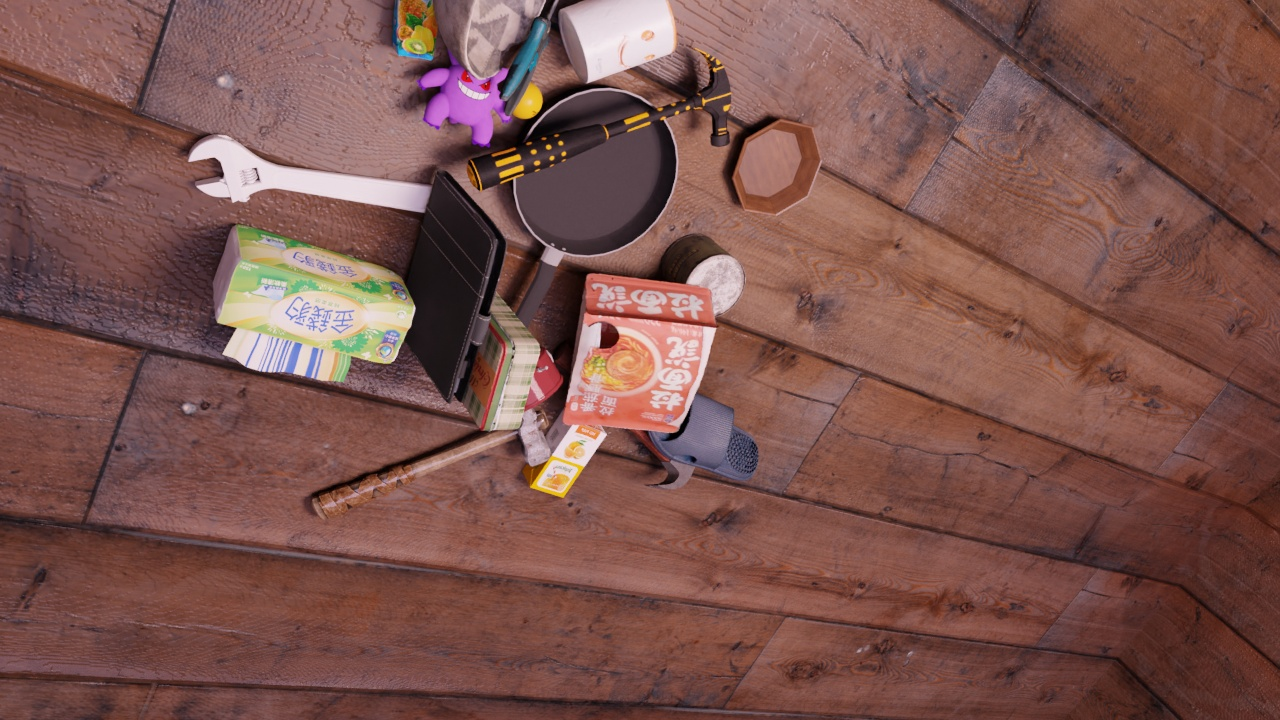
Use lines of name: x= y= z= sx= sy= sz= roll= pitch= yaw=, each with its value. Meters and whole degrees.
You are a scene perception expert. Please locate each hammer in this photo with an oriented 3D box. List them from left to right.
hammer: x=-0.273 y=0.134 z=1.205 sx=0.318 sy=0.049 sz=0.122 roll=-22 pitch=134 yaw=-8
hammer: x=-0.041 y=-0.257 z=1.022 sx=0.320 sy=0.036 sz=0.123 roll=-22 pitch=125 yaw=-15
hammer: x=-0.019 y=0.077 z=1.283 sx=0.300 sy=0.028 sz=0.110 roll=46 pitch=57 yaw=-33

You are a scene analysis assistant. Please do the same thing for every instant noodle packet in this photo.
instant noodle packet: x=-0.007 y=0.007 z=1.178 sx=0.164 sy=0.083 sz=0.221 roll=5 pitch=131 yaw=-11

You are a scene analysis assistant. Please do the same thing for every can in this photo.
can: x=0.081 y=-0.111 z=1.201 sx=0.089 sy=0.074 sz=0.090 roll=-13 pitch=125 yaw=-20

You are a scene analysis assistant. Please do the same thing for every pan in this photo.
pan: x=-0.092 y=-0.160 z=1.104 sx=0.204 sy=0.044 sz=0.356 roll=18 pitch=111 yaw=-34

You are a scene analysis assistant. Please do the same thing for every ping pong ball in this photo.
ping pong ball: x=-0.128 y=-0.286 z=1.007 sx=0.040 sy=0.040 sz=0.040 roll=-13 pitch=125 yaw=-19

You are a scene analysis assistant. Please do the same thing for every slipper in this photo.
slipper: x=0.110 y=0.112 z=1.332 sx=0.263 sy=0.083 sz=0.101 roll=32 pitch=66 yaw=-41

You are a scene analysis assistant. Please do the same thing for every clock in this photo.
clock: x=-0.149 y=0.023 z=1.140 sx=0.096 sy=0.137 sz=0.048 roll=-31 pitch=108 yaw=-5

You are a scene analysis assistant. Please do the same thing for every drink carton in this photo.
drink carton: x=-0.219 y=-0.367 z=0.911 sx=0.044 sy=0.038 sz=0.129 roll=0 pitch=120 yaw=-26
drink carton: x=-0.105 y=0.127 z=1.285 sx=0.058 sy=0.040 sz=0.123 roll=24 pitch=108 yaw=-35

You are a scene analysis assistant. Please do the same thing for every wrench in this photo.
wrench: x=-0.335 y=-0.189 z=0.985 sx=0.272 sy=0.018 sz=0.066 roll=4 pitch=118 yaw=-29

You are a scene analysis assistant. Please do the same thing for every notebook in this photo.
notebook: x=-0.211 y=-0.079 z=1.011 sx=0.029 sy=0.169 sz=0.209 roll=-6 pitch=130 yaw=-38

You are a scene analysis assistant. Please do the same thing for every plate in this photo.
plate: x=0.171 y=-0.251 z=1.185 sx=0.131 sy=0.025 sz=0.131 roll=-12 pitch=125 yaw=-19

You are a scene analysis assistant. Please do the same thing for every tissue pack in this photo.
tissue pack: x=-0.367 y=-0.044 z=1.006 sx=0.197 sy=0.120 sz=0.142 roll=18 pitch=110 yaw=-27

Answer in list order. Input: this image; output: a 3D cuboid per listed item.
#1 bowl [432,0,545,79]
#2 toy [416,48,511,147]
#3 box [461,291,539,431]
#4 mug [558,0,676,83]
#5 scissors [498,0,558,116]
bowl: x=-0.150 y=-0.371 z=0.886 sx=0.081 sy=0.178 sz=0.179 roll=30 pitch=107 yaw=1
toy: x=-0.184 y=-0.284 z=0.973 sx=0.106 sy=0.056 sz=0.088 roll=17 pitch=108 yaw=-27
box: x=-0.186 y=-0.018 z=1.048 sx=0.050 sy=0.205 sz=0.118 roll=-2 pitch=123 yaw=-34
mug: x=-0.025 y=-0.355 z=0.987 sx=0.105 sy=0.082 sz=0.082 roll=-23 pitch=128 yaw=-10
scissors: x=-0.116 y=-0.324 z=0.970 sx=0.019 sy=0.126 sz=0.145 roll=24 pitch=123 yaw=1
